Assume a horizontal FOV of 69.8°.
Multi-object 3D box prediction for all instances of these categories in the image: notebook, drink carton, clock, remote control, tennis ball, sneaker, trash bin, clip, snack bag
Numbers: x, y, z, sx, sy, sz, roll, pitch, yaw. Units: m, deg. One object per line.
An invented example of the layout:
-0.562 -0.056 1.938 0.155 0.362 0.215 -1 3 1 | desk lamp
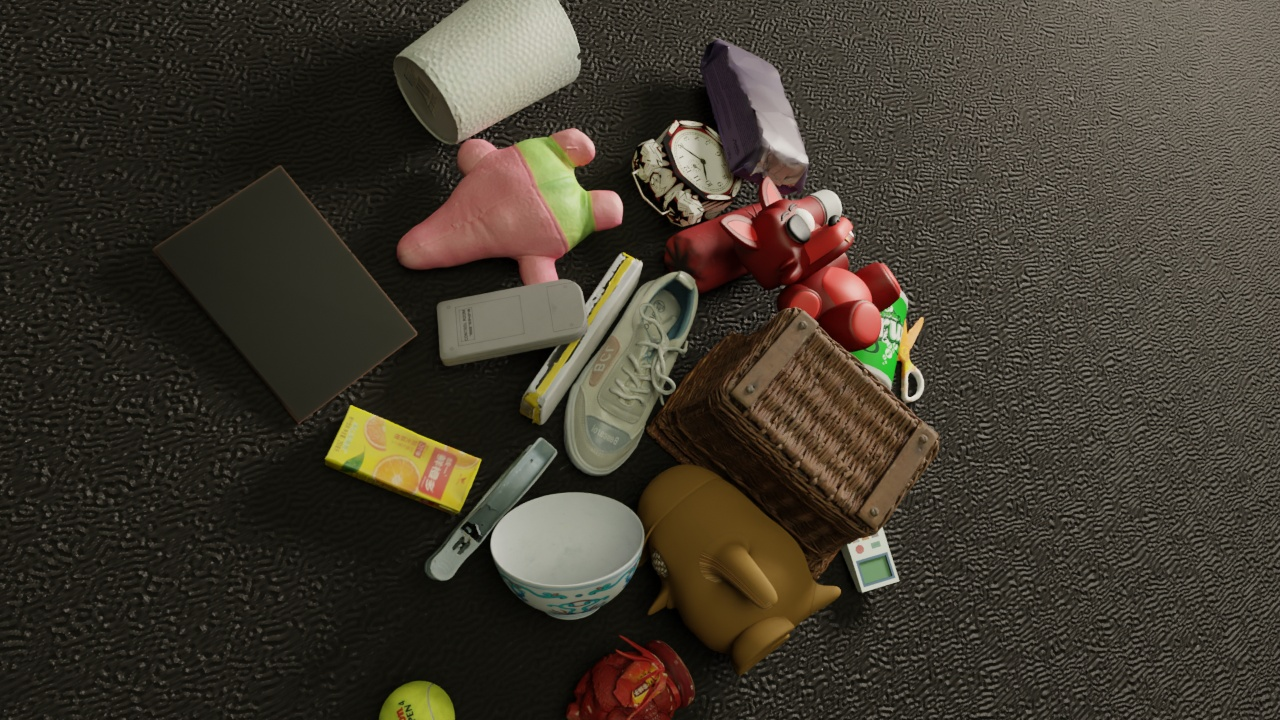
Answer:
-0.338 -0.064 0.882 0.141 0.008 0.209 -40 95 -16 | notebook
-0.226 0.098 0.878 0.134 0.043 0.058 24 70 -11 | drink carton
0.045 -0.208 1.059 0.154 0.065 0.114 -35 88 -41 | clock
0.244 0.185 1.037 0.049 0.024 0.143 -11 77 -19 | remote control
-0.197 0.317 0.808 0.065 0.065 0.065 6 72 -19 | tennis ball
-0.006 0.006 0.963 0.089 0.091 0.241 31 66 -11 | sneaker
-0.168 -0.318 0.985 0.161 0.133 0.133 -41 91 -21 | trash bin
-0.150 0.148 0.896 0.028 0.127 0.166 43 73 -3 | clip
0.137 -0.296 1.096 0.096 0.059 0.205 10 55 -36 | snack bag
-0.130 -0.039 0.933 0.151 0.019 0.074 -11 56 -2 | remote control

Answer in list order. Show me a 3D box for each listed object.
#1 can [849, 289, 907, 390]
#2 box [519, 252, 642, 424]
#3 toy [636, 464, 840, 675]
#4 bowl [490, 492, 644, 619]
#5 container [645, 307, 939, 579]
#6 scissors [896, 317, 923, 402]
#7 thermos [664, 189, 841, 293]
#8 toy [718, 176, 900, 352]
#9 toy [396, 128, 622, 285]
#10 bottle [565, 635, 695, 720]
0.258 -0.024 1.073 0.087 0.088 0.139 23 67 -13 | can
-0.062 -0.025 0.967 0.033 0.064 0.209 30 65 4 | box
0.070 0.197 0.909 0.162 0.199 0.203 -35 68 -9 | toy
-0.068 0.197 0.876 0.143 0.144 0.074 -14 119 -24 | bowl
0.162 0.076 0.937 0.250 0.183 0.162 41 70 2 | container
0.333 -0.006 1.137 0.097 0.012 0.132 41 66 -6 | scissors
0.140 -0.148 1.075 0.239 0.073 0.073 -25 84 -27 | thermos
0.180 -0.103 0.981 0.197 0.121 0.157 49 41 -5 | toy
-0.143 -0.151 0.964 0.236 0.097 0.192 -25 86 -11 | toy
-0.010 0.317 0.863 0.111 0.099 0.099 -26 84 -30 | bottle
